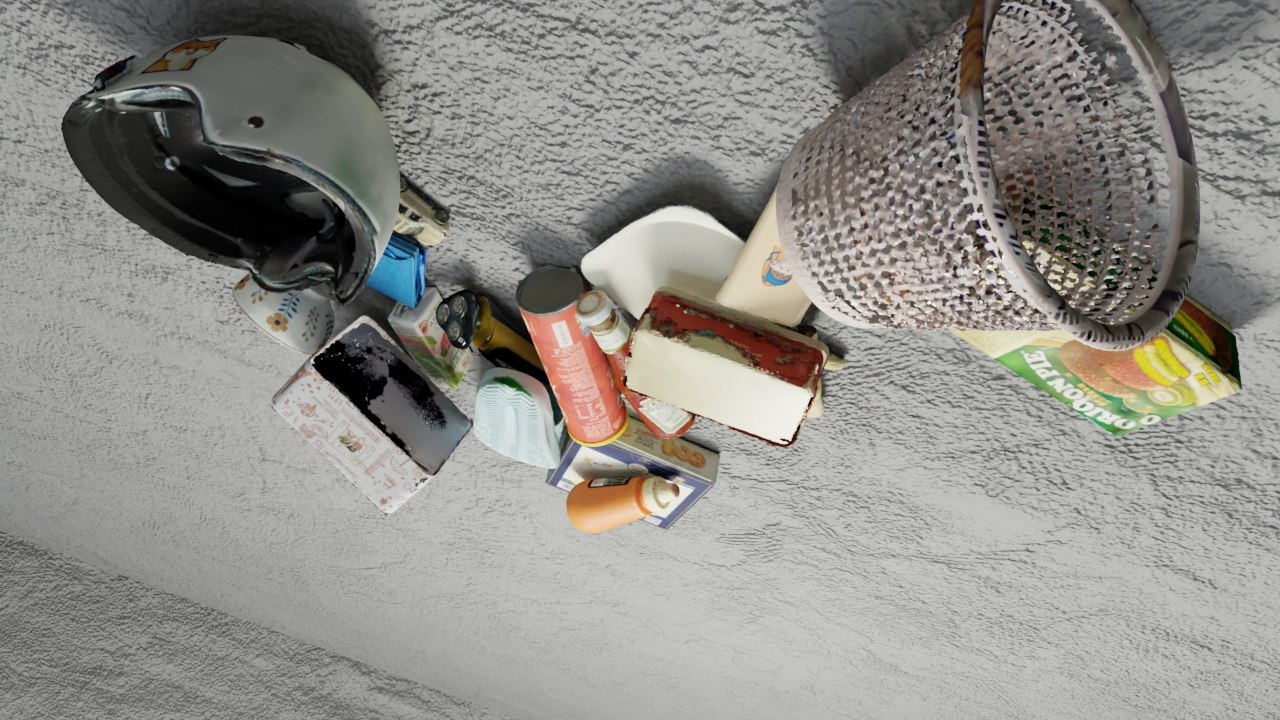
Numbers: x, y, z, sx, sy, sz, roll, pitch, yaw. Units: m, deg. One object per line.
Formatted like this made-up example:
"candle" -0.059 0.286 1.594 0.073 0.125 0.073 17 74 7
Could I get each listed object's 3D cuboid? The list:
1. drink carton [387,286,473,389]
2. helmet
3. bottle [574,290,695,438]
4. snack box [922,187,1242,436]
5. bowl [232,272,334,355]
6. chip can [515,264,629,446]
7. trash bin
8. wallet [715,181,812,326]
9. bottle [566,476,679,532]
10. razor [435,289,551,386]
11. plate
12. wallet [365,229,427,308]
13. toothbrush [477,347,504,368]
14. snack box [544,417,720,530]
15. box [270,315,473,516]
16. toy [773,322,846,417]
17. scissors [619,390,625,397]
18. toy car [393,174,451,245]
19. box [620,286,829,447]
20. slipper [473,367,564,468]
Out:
"drink carton" -0.233 -0.024 1.022 0.045 0.053 0.123 8 145 19
"helmet" -0.311 -0.174 0.753 0.274 0.156 0.230 11 150 29
"bottle" -0.005 0.005 0.921 0.060 0.059 0.206 -3 144 28
"snack box" 0.348 -0.032 0.733 0.240 0.063 0.115 28 145 -16
"bowl" -0.379 -0.066 1.005 0.113 0.113 0.062 38 99 -28
"chip can" -0.068 0.001 0.955 0.073 0.073 0.217 5 142 19
"trash bin" 0.202 -0.107 0.583 0.227 0.227 0.193 36 155 -25
"wallet" 0.125 -0.083 0.760 0.087 0.024 0.115 16 121 -18
"bottle" -0.018 0.169 1.115 0.150 0.066 0.067 -16 134 31
"razor" -0.144 -0.016 0.989 0.062 0.067 0.167 -22 136 38
"plate" 0.045 -0.078 0.832 0.164 0.034 0.164 37 142 -27
"wallet" -0.280 -0.111 0.924 0.133 0.040 0.107 26 150 1
"toothbrush" -0.141 0.030 1.098 0.014 0.016 0.189 -12 140 24
"snack box" -0.014 0.139 1.161 0.178 0.045 0.183 23 146 -7
"box" -0.287 0.047 1.033 0.179 0.126 0.273 47 -179 -10
"toy" 0.151 0.018 0.907 0.105 0.066 0.157 -23 143 1
"scissors" -0.016 0.043 1.054 0.135 0.014 0.175 34 143 -21
"toy car" -0.222 -0.140 0.868 0.090 0.035 0.042 37 144 -30
"box" 0.072 0.010 0.816 0.168 0.079 0.091 20 134 7
"slipper" -0.137 0.057 1.055 0.104 0.074 0.246 17 156 4
